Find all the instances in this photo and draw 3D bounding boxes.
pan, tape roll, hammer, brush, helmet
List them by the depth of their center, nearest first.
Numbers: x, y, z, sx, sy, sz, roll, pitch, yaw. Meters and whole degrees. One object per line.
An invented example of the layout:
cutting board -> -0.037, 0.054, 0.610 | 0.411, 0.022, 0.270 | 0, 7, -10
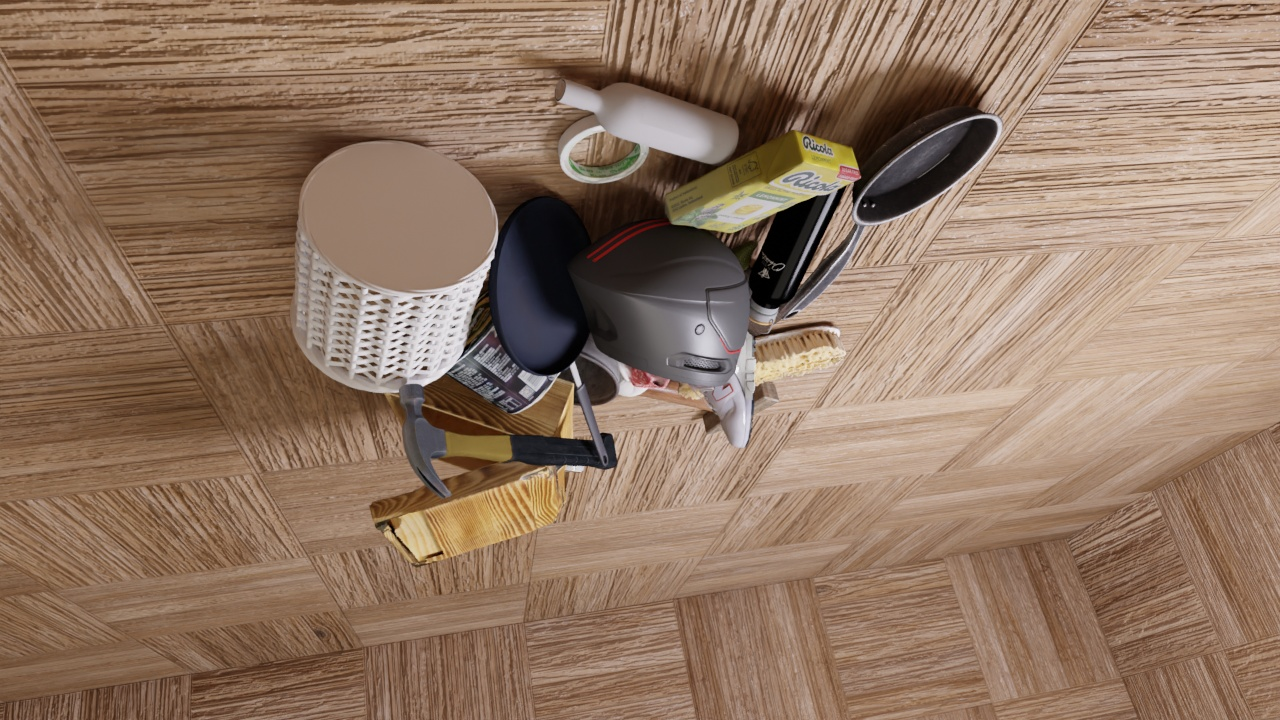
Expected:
tape roll -> -0.039, -0.221, 0.958 | 0.094, 0.018, 0.094 | -10, 154, -5
hammer -> -0.138, 0.102, 1.062 | 0.025, 0.117, 0.332 | -22, 160, 33
pan -> -0.088, -0.017, 1.064 | 0.021, 0.198, 0.357 | 3, 126, 29
helmet -> 0.032, -0.077, 1.068 | 0.264, 0.164, 0.170 | 9, 107, -39
pan -> 0.273, -0.169, 1.088 | 0.186, 0.055, 0.358 | -9, 154, -44
brush -> 0.187, 0.000, 1.446 | 0.271, 0.056, 0.083 | -12, 151, 0
hammer -> 0.080, 0.062, 1.550 | 0.300, 0.037, 0.158 | 15, 143, -42

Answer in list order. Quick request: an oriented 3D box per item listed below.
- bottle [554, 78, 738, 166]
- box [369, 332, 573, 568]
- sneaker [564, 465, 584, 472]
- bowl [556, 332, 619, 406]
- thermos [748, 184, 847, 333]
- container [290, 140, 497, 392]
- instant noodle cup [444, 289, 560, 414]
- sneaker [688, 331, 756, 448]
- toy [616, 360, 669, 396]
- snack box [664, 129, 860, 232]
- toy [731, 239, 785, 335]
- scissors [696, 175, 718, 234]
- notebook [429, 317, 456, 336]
bottle -> 0.006, -0.239, 0.900 | 0.195, 0.052, 0.053 | 8, 148, -34
box -> -0.217, 0.160, 1.257 | 0.269, 0.263, 0.280 | 16, 156, 3
sneaker -> -0.202, 0.134, 1.526 | 0.241, 0.087, 0.118 | 4, 171, 18
bowl -> -0.091, -0.004, 1.228 | 0.145, 0.067, 0.145 | 11, 149, 6
thermos -> 0.175, -0.128, 1.099 | 0.061, 0.061, 0.232 | 0, 132, -23
container -> -0.254, -0.092, 0.936 | 0.189, 0.189, 0.187 | 0, 150, -22
instant noodle cup -> -0.164, -0.007, 1.096 | 0.138, 0.137, 0.112 | -29, 119, 32
sneaker -> 0.102, 0.022, 1.355 | 0.124, 0.088, 0.240 | -1, 116, -2
toy -> -0.008, 0.008, 1.305 | 0.158, 0.084, 0.195 | -18, 179, -25
snack box -> 0.126, -0.183, 0.980 | 0.181, 0.045, 0.121 | -20, 169, 39
toy -> 0.127, -0.091, 1.216 | 0.152, 0.078, 0.180 | 18, 138, -34
scissors -> 0.070, -0.165, 1.116 | 0.179, 0.015, 0.195 | -13, 155, 3
notebook -> -0.154, -0.037, 1.271 | 0.168, 0.024, 0.225 | -29, 149, 33
